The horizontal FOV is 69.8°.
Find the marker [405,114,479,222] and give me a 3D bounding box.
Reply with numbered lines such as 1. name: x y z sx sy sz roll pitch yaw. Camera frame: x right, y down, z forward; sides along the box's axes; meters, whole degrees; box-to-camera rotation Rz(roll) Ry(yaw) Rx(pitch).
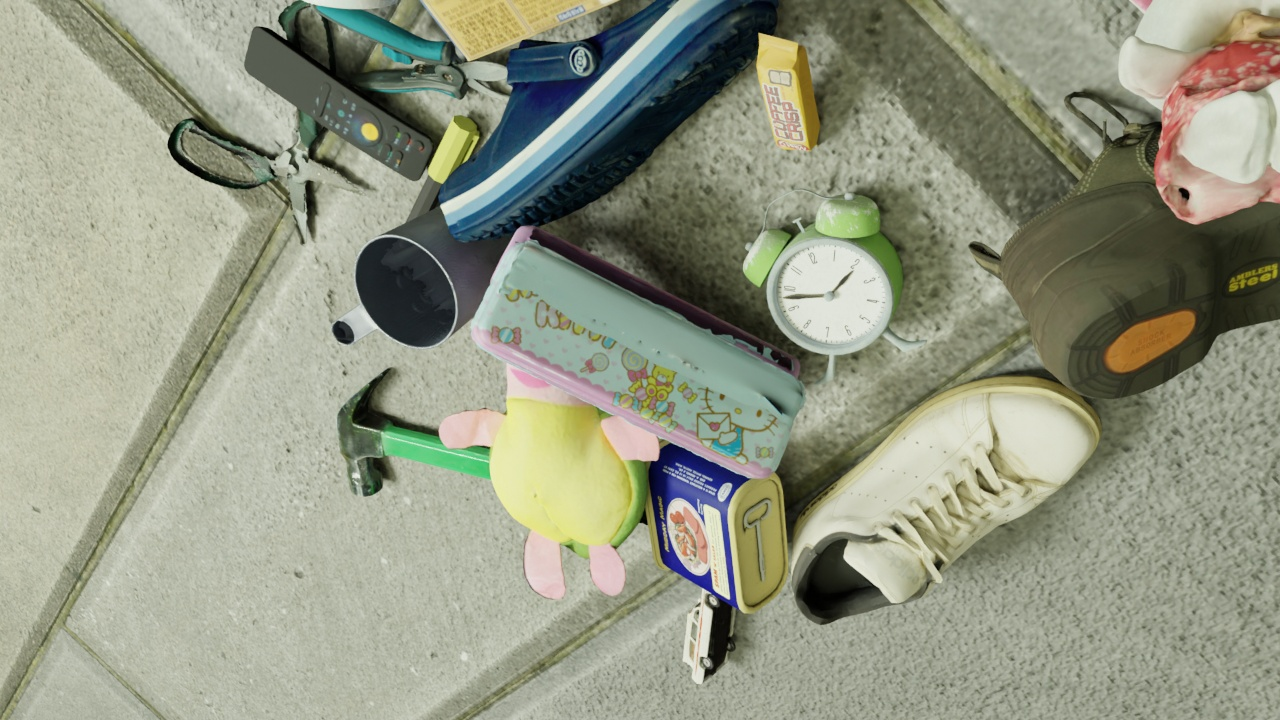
1. marker: -0.153 -0.129 0.686 0.021 0.017 0.124 19 132 -24

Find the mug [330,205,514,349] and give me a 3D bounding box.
1. mug: -0.155 -0.060 0.671 0.124 0.103 0.084 -26 103 34

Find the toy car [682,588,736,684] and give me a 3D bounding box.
1. toy car: 0.057 0.216 0.764 0.039 0.039 0.113 26 127 37

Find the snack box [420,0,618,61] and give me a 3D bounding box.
1. snack box: -0.030 -0.243 0.533 0.207 0.057 0.056 -10 139 29

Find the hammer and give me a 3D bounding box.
1. hammer: -0.123 0.090 0.784 0.319 0.032 0.130 11 120 19

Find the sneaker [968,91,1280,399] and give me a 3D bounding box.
1. sneaker: 0.282 -0.082 0.466 0.238 0.142 0.101 -28 128 2

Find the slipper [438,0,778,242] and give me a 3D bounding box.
1. slipper: -0.031 -0.162 0.562 0.254 0.104 0.095 -30 91 33

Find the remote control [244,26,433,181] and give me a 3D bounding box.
1. remote control: -0.219 -0.187 0.671 0.152 0.020 0.041 34 127 -3

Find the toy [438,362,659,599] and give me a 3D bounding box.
1. toy: -0.059 0.065 0.683 0.190 0.087 0.238 -1 101 32

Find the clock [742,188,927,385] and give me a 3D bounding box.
1. clock: 0.119 -0.053 0.582 0.095 0.042 0.119 -23 105 32

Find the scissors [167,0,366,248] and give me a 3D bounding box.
1. scissors: -0.300 -0.190 0.725 0.202 0.015 0.202 18 120 16

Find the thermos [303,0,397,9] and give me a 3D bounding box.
1. thermos: -0.178 -0.332 0.546 0.099 0.099 0.221 19 127 15

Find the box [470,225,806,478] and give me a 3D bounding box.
1. box: -0.003 0.004 0.590 0.214 0.092 0.089 26 153 -12

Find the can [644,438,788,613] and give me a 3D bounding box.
1. can: 0.055 0.118 0.676 0.092 0.056 0.116 20 128 46

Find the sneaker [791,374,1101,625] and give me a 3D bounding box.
1. sneaker: 0.182 0.101 0.598 0.089 0.102 0.242 44 126 -2

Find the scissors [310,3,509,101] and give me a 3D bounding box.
1. scissors: -0.159 -0.204 0.634 0.155 0.019 0.125 29 156 -22

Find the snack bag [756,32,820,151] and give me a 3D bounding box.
1. snack bag: 0.085 -0.150 0.527 0.026 0.020 0.099 17 164 22

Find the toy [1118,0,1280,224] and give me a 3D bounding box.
1. toy: 0.255 -0.131 0.389 0.159 0.193 0.084 15 139 22
